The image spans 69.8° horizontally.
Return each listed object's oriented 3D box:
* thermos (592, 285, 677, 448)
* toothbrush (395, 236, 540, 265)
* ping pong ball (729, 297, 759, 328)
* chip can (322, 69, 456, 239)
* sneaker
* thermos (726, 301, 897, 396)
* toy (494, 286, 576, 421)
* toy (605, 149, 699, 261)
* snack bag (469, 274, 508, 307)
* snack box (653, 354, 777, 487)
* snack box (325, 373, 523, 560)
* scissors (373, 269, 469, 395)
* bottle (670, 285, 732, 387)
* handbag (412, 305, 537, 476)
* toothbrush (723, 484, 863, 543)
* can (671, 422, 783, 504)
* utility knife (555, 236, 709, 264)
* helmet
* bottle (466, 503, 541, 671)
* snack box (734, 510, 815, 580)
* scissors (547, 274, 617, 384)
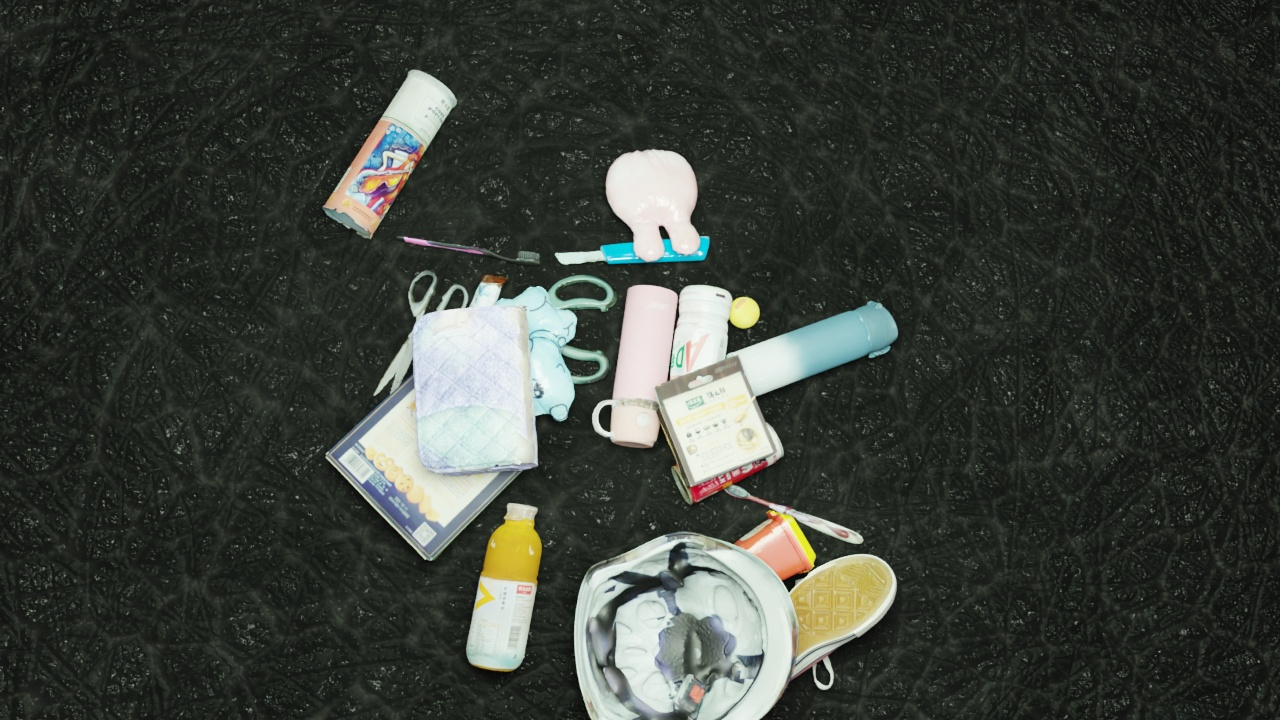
[{"bbox_3d":[-0.007,0.007,1.147,0.087,0.067,0.198,13,78,-16],"label":"thermos"},{"bbox_3d":[-0.222,-0.146,1.189,0.189,0.014,0.017,10,68,-3],"label":"toothbrush"},{"bbox_3d":[0.134,-0.062,1.188,0.040,0.040,0.040,1,78,-5],"label":"ping pong ball"},{"bbox_3d":[-0.320,-0.264,1.175,0.071,0.071,0.214,28,78,1],"label":"chip can"},{"bbox_3d":[0.206,0.320,1.095,0.241,0.088,0.118,-43,61,8],"label":"sneaker"},{"bbox_3d":[0.222,-0.013,1.175,0.220,0.070,0.070,-19,81,-9],"label":"thermos"},{"bbox_3d":[-0.134,-0.002,1.134,0.161,0.050,0.156,40,80,5],"label":"toy"},{"bbox_3d":[0.020,-0.203,1.199,0.121,0.054,0.159,-9,73,-6],"label":"toy"},{"bbox_3d":[-0.204,-0.063,1.161,0.048,0.026,0.104,11,74,42],"label":"snack bag"},{"bbox_3d":[0.086,0.073,1.094,0.113,0.053,0.125,-20,82,-9],"label":"snack box"},{"bbox_3d":[-0.251,0.116,1.116,0.178,0.046,0.182,45,78,4],"label":"snack box"},{"bbox_3d":[-0.277,-0.029,1.160,0.150,0.014,0.170,-11,80,-6],"label":"scissors"},{"bbox_3d":[0.072,0.007,1.157,0.068,0.068,0.196,8,81,-4],"label":"bottle"},{"bbox_3d":[-0.192,0.036,1.073,0.134,0.075,0.193,-5,81,4],"label":"handbag"},{"bbox_3d":[0.193,0.193,1.153,0.187,0.017,0.016,22,78,0],"label":"toothbrush"},{"bbox_3d":[0.109,0.127,1.141,0.132,0.053,0.053,-25,82,-9],"label":"can"},{"bbox_3d":[-0.009,-0.142,1.204,0.204,0.018,0.034,-4,67,-5],"label":"utility knife"},{"bbox_3d":[0.061,0.319,1.037,0.259,0.146,0.228,-16,65,14],"label":"helmet"},{"bbox_3d":[-0.156,0.265,1.082,0.068,0.068,0.189,10,78,-3],"label":"bottle"},{"bbox_3d":[0.157,0.230,1.108,0.080,0.091,0.082,-29,83,-3],"label":"snack box"},{"bbox_3d":[-0.103,-0.029,1.173,0.174,0.019,0.176,-17,81,-10],"label":"scissors"}]
